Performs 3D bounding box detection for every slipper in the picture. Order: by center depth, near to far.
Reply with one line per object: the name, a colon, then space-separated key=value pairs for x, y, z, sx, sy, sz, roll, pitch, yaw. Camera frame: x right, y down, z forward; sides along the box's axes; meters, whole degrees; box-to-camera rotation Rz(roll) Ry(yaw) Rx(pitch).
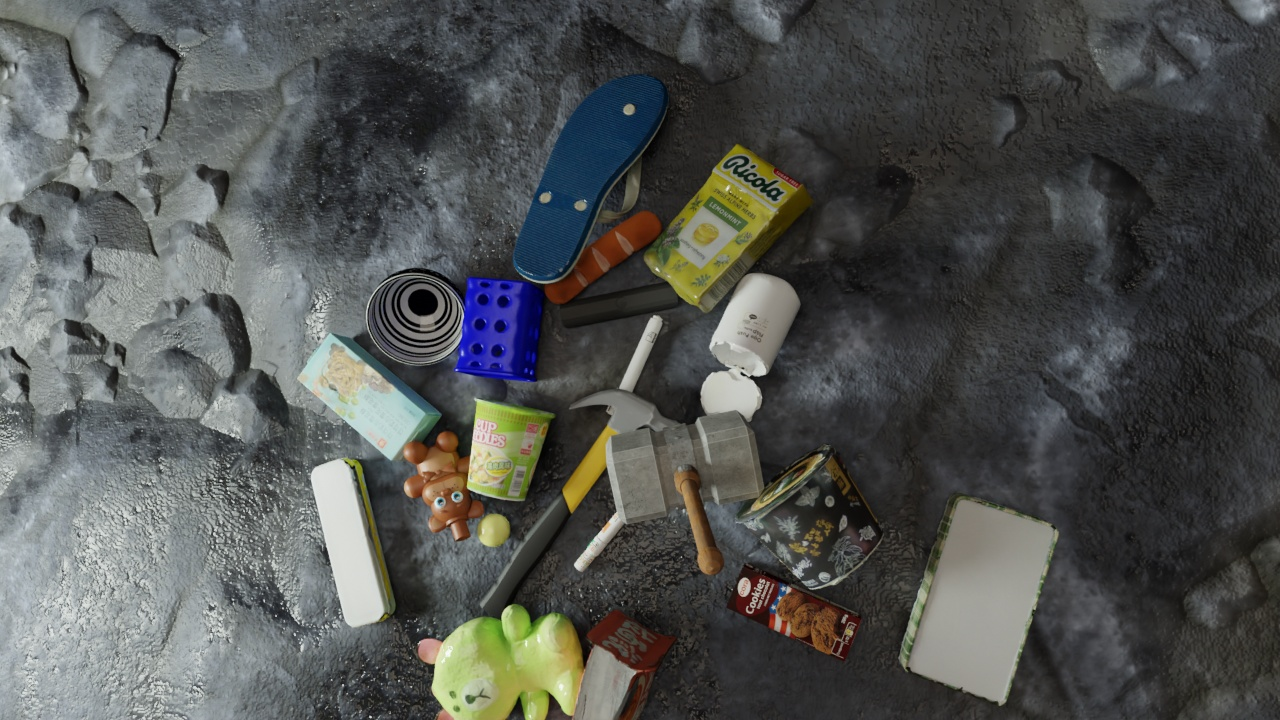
slipper: x=-0.061 y=-0.217 z=1.110 sx=0.118 sy=0.060 sz=0.294 roll=22 pitch=78 yaw=20

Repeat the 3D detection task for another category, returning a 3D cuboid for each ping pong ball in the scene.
ping pong ball: x=-0.178 y=0.206 z=1.112 sx=0.040 sy=0.040 sz=0.040 roll=-1 pitch=85 yaw=12

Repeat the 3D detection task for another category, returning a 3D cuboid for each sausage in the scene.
sausage: x=-0.047 y=-0.125 z=1.110 sx=0.164 sy=0.044 sz=0.039 roll=-35 pitch=117 yaw=7

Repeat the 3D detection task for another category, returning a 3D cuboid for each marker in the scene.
marker: x=-0.028 y=0.193 z=1.094 sx=0.017 sy=0.017 sz=0.145 roll=40 pitch=94 yaw=12
marker: x=-0.007 y=0.006 z=1.104 sx=0.020 sy=0.017 sz=0.133 roll=24 pitch=91 yaw=-13

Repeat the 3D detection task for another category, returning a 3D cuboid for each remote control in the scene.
remote control: x=-0.026 y=-0.068 z=1.115 sx=0.147 sy=0.015 sz=0.033 roll=-10 pitch=83 yaw=11

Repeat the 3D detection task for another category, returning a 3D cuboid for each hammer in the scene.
hammer: x=0.053 y=0.141 z=0.915 sx=0.163 sy=0.317 sz=0.083 roll=-12 pitch=102 yaw=0
hammer: x=-0.091 y=0.173 z=1.095 sx=0.127 sy=0.029 sz=0.324 roll=35 pitch=96 yaw=-3

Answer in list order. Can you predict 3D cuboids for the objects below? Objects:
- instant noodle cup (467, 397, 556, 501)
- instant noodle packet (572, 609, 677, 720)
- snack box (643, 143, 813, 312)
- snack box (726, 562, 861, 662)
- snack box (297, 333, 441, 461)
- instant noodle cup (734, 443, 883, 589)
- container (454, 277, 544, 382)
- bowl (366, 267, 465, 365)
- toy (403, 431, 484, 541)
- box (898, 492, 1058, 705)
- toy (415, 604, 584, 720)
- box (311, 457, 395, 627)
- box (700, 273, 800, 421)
instant noodle cup: x=-0.159 y=0.106 z=1.086 sx=0.099 sy=0.099 sz=0.108 roll=12 pitch=87 yaw=12
instant noodle packet: x=-0.048 y=0.402 z=1.007 sx=0.084 sy=0.164 sz=0.221 roll=23 pitch=90 yaw=11
snack box: x=0.094 y=-0.152 z=1.058 sx=0.181 sy=0.045 sz=0.121 roll=-47 pitch=50 yaw=4
snack box: x=0.173 y=0.283 z=1.038 sx=0.141 sy=0.031 sz=0.051 roll=22 pitch=90 yaw=13
snack box: x=-0.340 y=0.046 z=1.153 sx=0.174 sy=0.053 sz=0.075 roll=38 pitch=94 yaw=13
instant noodle cup: x=0.191 y=0.174 z=0.999 sx=0.137 sy=0.137 sz=0.112 roll=-39 pitch=89 yaw=6
container: x=-0.167 y=-0.037 z=1.108 sx=0.085 sy=0.084 sz=0.113 roll=5 pitch=86 yaw=10
bowl: x=-0.272 y=-0.062 z=1.134 sx=0.120 sy=0.066 sz=0.120 roll=-2 pitch=115 yaw=-5
toy: x=-0.236 y=0.154 z=1.109 sx=0.095 sy=0.065 sz=0.127 roll=-20 pitch=70 yaw=-8
box: x=0.364 y=0.256 z=0.993 sx=0.118 sy=0.051 sz=0.205 roll=16 pitch=89 yaw=10
toy: x=-0.155 y=0.356 z=1.071 sx=0.197 sy=0.107 sz=0.150 roll=-9 pitch=105 yaw=20
box: x=-0.362 y=0.227 z=1.152 sx=0.064 sy=0.037 sz=0.209 roll=-18 pitch=83 yaw=12
box: x=0.123 y=-0.010 z=1.056 sx=0.084 sy=0.126 sz=0.155 roll=25 pitch=71 yaw=9
